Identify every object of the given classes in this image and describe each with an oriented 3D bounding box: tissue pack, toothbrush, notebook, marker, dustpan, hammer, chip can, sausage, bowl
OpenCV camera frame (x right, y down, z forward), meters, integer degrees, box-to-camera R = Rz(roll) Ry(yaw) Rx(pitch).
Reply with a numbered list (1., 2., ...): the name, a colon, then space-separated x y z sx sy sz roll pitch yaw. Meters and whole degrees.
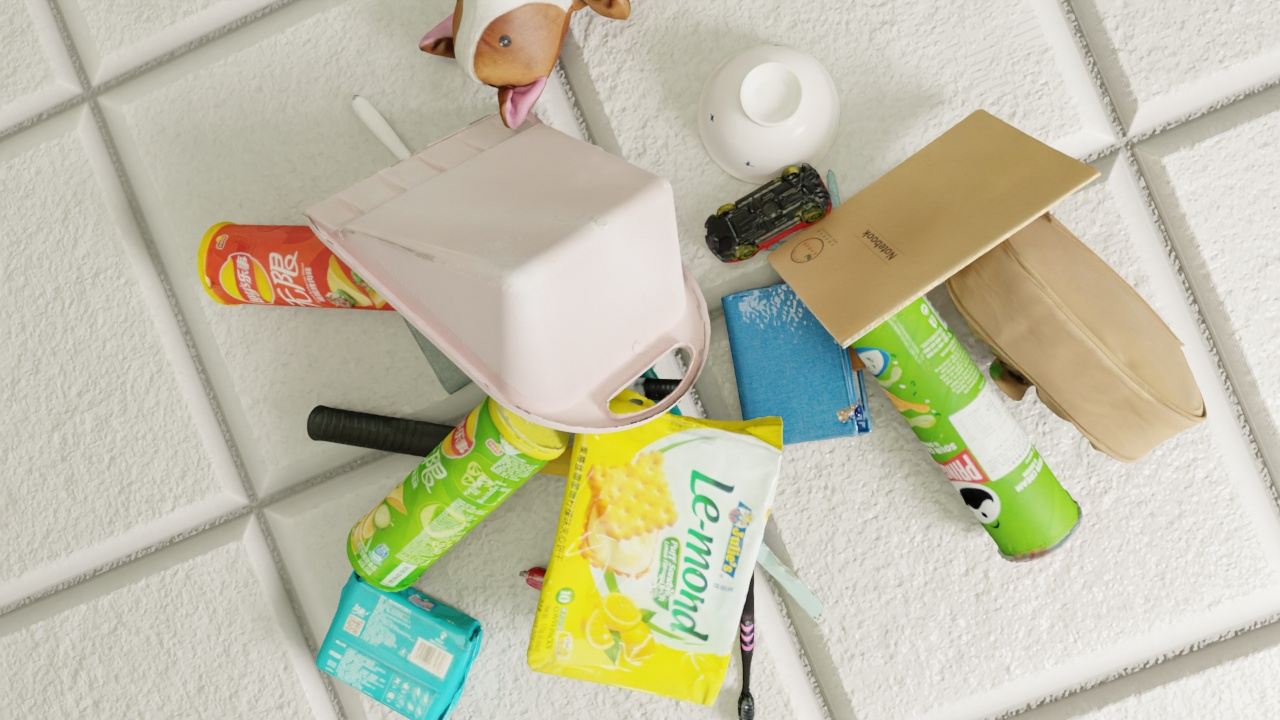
1. tissue pack: -0.206 0.242 0.784 0.133 0.050 0.093 27 96 5
2. toothbrush: 0.090 0.219 0.772 0.014 0.018 0.189 1 90 4
3. notebook: 0.207 -0.105 0.688 0.208 0.147 0.008 -34 124 6
4. marker: -0.028 0.023 0.771 0.131 0.018 0.023 0 111 14
5. dustpan: -0.083 -0.065 0.701 0.274 0.139 0.221 28 50 35
6. hammer: -0.135 0.073 0.775 0.301 0.032 0.129 7 105 8
7. chip can: 0.245 0.043 0.707 0.072 0.072 0.236 -37 97 5
8. sausage: -0.029 0.205 0.782 0.156 0.020 0.020 18 93 4
9. bowl: 0.104 -0.205 0.738 0.118 0.064 0.118 0 92 5
10. chip can: -0.150 0.104 0.727 0.222 0.072 0.072 -42 87 27
11. chip can: -0.251 -0.075 0.754 0.217 0.073 0.073 4 91 15
12. toothbrush: -0.192 -0.165 0.778 0.016 0.016 0.180 -41 77 -2

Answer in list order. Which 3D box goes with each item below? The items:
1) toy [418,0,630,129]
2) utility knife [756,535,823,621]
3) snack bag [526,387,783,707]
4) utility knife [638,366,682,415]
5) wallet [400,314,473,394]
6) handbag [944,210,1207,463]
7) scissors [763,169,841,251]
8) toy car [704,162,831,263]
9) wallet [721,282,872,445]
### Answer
1. toy: -0.084 -0.297 0.729 0.200 0.130 0.140 -47 70 14
2. utility knife: 0.074 0.135 0.765 0.218 0.018 0.034 46 113 5
3. snack bag: 0.008 0.145 0.718 0.158 0.068 0.246 13 100 -5
4. utility knife: -0.005 0.005 0.777 0.029 0.013 0.176 -35 88 16
5. wallet: -0.135 -0.049 0.778 0.130 0.037 0.106 -31 89 5
6. handbag: 0.320 -0.022 0.691 0.204 0.147 0.100 47 130 3
7. scissors: 0.169 -0.093 0.759 0.133 0.017 0.134 -3 91 10
8. toy car: 0.103 -0.118 0.754 0.106 0.031 0.049 -28 69 13
9. wallet: 0.128 0.001 0.752 0.106 0.040 0.133 -10 92 17
